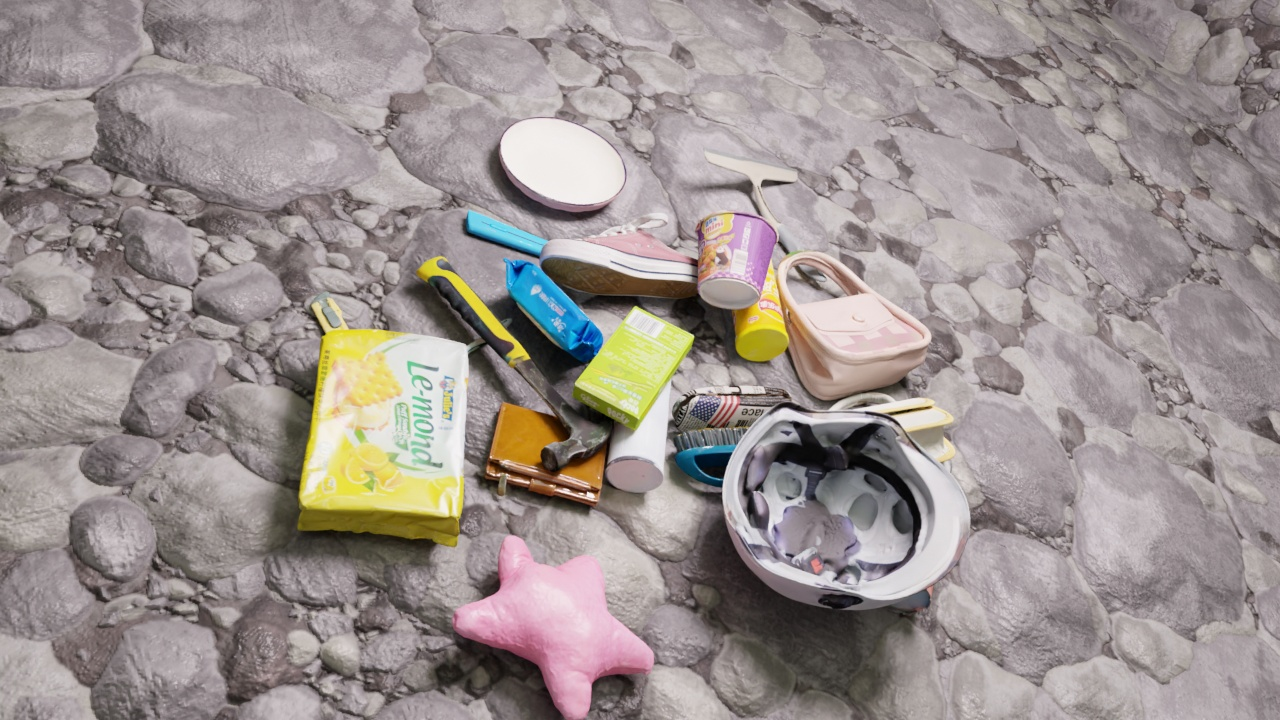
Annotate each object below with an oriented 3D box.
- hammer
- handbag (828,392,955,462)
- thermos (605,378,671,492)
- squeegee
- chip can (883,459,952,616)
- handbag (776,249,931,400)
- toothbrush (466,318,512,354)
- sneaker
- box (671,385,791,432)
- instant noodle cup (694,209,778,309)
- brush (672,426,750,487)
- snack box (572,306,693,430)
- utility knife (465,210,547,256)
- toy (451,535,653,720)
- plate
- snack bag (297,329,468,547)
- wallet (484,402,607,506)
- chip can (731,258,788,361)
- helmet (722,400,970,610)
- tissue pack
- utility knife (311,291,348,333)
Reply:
[{"bbox_3d":[-0.152,-0.010,1.082,0.125,0.032,0.323,-23,61,-43],"label":"hammer"},{"bbox_3d":[0.296,0.078,1.181,0.163,0.063,0.178,-10,22,-7],"label":"handbag"},{"bbox_3d":[0.005,0.049,1.108,0.073,0.073,0.223,16,47,-10],"label":"thermos"},{"bbox_3d":[0.220,-0.213,1.439,0.246,0.039,0.246,-2,57,-46],"label":"squeegee"},{"bbox_3d":[0.332,0.201,1.120,0.071,0.071,0.214,28,47,0],"label":"chip can"},{"bbox_3d":[0.280,-0.066,1.308,0.193,0.094,0.234,-9,55,-31],"label":"handbag"},{"bbox_3d":[-0.214,-0.001,1.089,0.018,0.016,0.191,46,49,3],"label":"toothbrush"},{"bbox_3d":[-0.023,-0.142,1.228,0.240,0.119,0.087,5,68,-27],"label":"sneaker"},{"bbox_3d":[0.116,0.058,1.152,0.164,0.074,0.064,3,23,-26],"label":"box"},{"bbox_3d":[0.123,-0.128,1.219,0.111,0.112,0.099,15,67,-12],"label":"instant noodle cup"},{"bbox_3d":[0.109,0.117,1.105,0.143,0.055,0.073,0,64,-24],"label":"brush"},{"bbox_3d":[-0.006,0.006,1.077,0.086,0.026,0.156,27,48,9],"label":"snack box"},{"bbox_3d":[-0.158,-0.163,1.245,0.166,0.018,0.034,19,47,-10],"label":"utility knife"},{"bbox_3d":[-0.072,0.254,0.902,0.194,0.075,0.178,35,37,2],"label":"toy"},{"bbox_3d":[-0.116,-0.282,1.348,0.192,0.039,0.192,12,49,-14],"label":"plate"},{"bbox_3d":[-0.265,0.075,0.961,0.158,0.068,0.246,7,54,-16],"label":"snack bag"},{"bbox_3d":[-0.104,0.108,1.032,0.130,0.035,0.118,17,46,-10],"label":"wallet"},{"bbox_3d":[0.159,-0.101,1.295,0.072,0.072,0.213,10,49,-16],"label":"chip can"},{"bbox_3d":[0.217,0.180,1.024,0.259,0.146,0.228,13,57,9],"label":"helmet"},{"bbox_3d":[-0.108,-0.061,1.133,0.052,0.095,0.157,-45,75,0],"label":"tissue pack"},{"bbox_3d":[-0.340,-0.022,1.055,0.030,0.018,0.151,-23,69,-30],"label":"utility knife"}]
